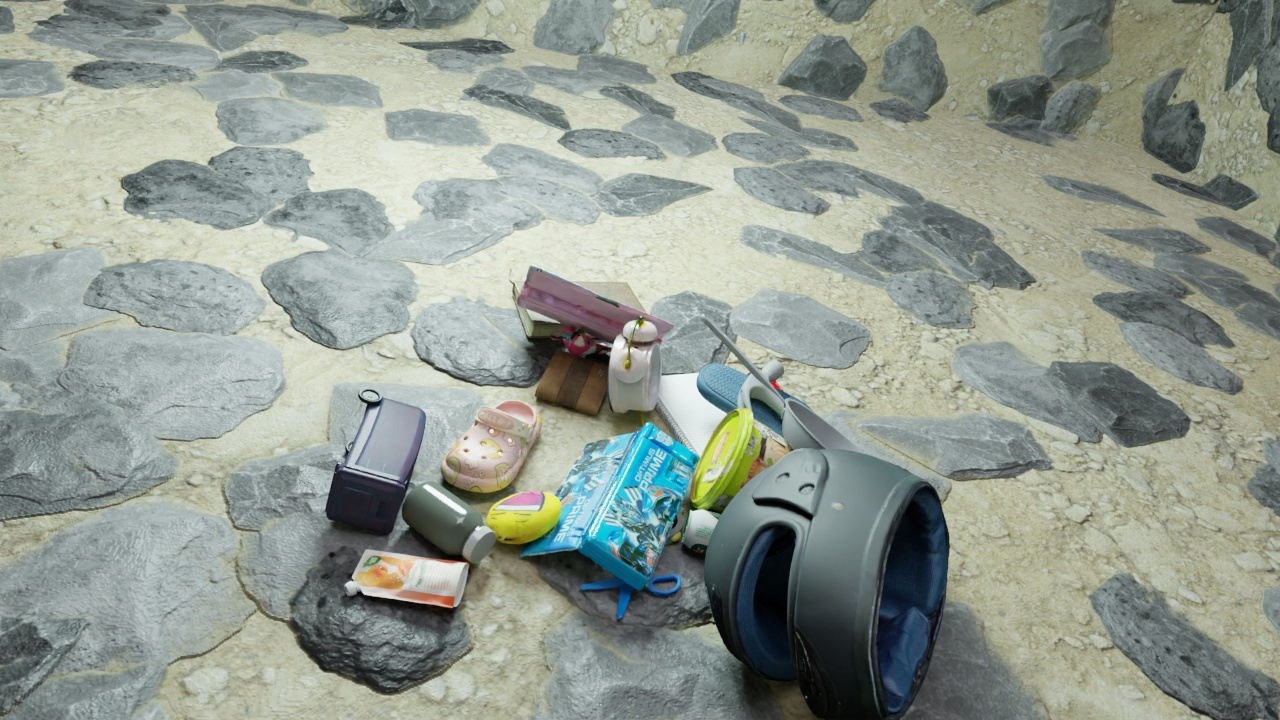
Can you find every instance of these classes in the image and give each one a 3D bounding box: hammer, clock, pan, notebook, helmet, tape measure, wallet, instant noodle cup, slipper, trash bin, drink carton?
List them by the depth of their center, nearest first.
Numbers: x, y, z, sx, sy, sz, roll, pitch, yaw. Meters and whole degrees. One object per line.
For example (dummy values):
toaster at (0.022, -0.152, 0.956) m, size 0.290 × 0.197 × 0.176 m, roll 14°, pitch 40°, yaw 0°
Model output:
helmet at (0.185, 0.237, 0.988) m, size 0.236 × 0.249 × 0.315 m, roll -3°, pitch 28°, yaw 32°
drink carton at (-0.259, 0.241, 1.017) m, size 0.122 × 0.039 × 0.069 m, roll 8°, pitch 33°, yaw 3°
trash bin at (-0.322, 0.123, 1.113) m, size 0.092 × 0.094 × 0.160 m, roll 17°, pitch 31°, yaw -11°
tape measure at (0.025, 0.205, 1.177) m, size 0.064 × 0.017 × 0.064 m, roll 17°, pitch 33°, yaw 7°
instant noodle cup at (0.138, 0.145, 1.198) m, size 0.098 × 0.146 × 0.145 m, roll 27°, pitch 32°, yaw -8°
pan at (0.201, 0.072, 1.199) m, size 0.356 × 0.051 × 0.200 m, roll 41°, pitch 12°, yaw 7°
slipper at (-0.186, 0.096, 1.211) m, size 0.093 × 0.082 × 0.196 m, roll 21°, pitch 32°, yaw 10°
hammer at (0.265, 0.128, 1.300) m, size 0.311 × 0.030 × 0.124 m, roll 42°, pitch 47°, yaw 14°
clock at (-0.008, 0.008, 1.328) m, size 0.059 × 0.158 × 0.116 m, roll 5°, pitch 47°, yaw 12°
slipper at (0.174, 0.080, 1.362) m, size 0.214 × 0.059 × 0.103 m, roll 30°, pitch 43°, yaw 1°
notebook at (0.122, 0.093, 1.383) m, size 0.177 × 0.013 × 0.245 m, roll -4°, pitch 37°, yaw -27°
wallet at (-0.098, 0.032, 1.387) m, size 0.098 × 0.027 × 0.120 m, roll 17°, pitch 32°, yaw 1°
notebook at (-0.110, -0.102, 1.572) m, size 0.215 × 0.035 × 0.190 m, roll -2°, pitch 36°, yaw -21°

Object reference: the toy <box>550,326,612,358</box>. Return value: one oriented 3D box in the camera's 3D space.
toy at (-0.090, -0.022, 1.449) m, size 0.066 × 0.050 × 0.102 m, roll 9°, pitch -9°, yaw 40°

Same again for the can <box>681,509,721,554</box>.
can at (0.106, 0.221, 1.148) m, size 0.101 × 0.053 × 0.053 m, roll 14°, pitch 33°, yaw 1°

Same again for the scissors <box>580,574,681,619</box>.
scissors at (-0.014, 0.256, 1.091) m, size 0.125 × 0.015 × 0.127 m, roll -2°, pitch 32°, yaw -24°

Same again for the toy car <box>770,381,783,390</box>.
toy car at (0.206, 0.051, 1.463) m, size 0.038 × 0.025 × 0.089 m, roll -5°, pitch 38°, yaw -25°

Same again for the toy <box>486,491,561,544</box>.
toy at (-0.141, 0.188, 1.110) m, size 0.096 × 0.041 × 0.094 m, roll -2°, pitch 25°, yaw 25°

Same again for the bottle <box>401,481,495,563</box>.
bottle at (-0.224, 0.190, 1.074) m, size 0.108 × 0.060 × 0.060 m, roll 29°, pitch 37°, yaw 23°

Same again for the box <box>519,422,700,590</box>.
box at (-0.031, 0.165, 1.148) m, size 0.170 × 0.071 × 0.242 m, roll 11°, pitch 33°, yaw 13°

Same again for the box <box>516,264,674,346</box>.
box at (-0.074, -0.068, 1.398) m, size 0.232 × 0.039 × 0.179 m, roll 22°, pitch -12°, yaw -6°
